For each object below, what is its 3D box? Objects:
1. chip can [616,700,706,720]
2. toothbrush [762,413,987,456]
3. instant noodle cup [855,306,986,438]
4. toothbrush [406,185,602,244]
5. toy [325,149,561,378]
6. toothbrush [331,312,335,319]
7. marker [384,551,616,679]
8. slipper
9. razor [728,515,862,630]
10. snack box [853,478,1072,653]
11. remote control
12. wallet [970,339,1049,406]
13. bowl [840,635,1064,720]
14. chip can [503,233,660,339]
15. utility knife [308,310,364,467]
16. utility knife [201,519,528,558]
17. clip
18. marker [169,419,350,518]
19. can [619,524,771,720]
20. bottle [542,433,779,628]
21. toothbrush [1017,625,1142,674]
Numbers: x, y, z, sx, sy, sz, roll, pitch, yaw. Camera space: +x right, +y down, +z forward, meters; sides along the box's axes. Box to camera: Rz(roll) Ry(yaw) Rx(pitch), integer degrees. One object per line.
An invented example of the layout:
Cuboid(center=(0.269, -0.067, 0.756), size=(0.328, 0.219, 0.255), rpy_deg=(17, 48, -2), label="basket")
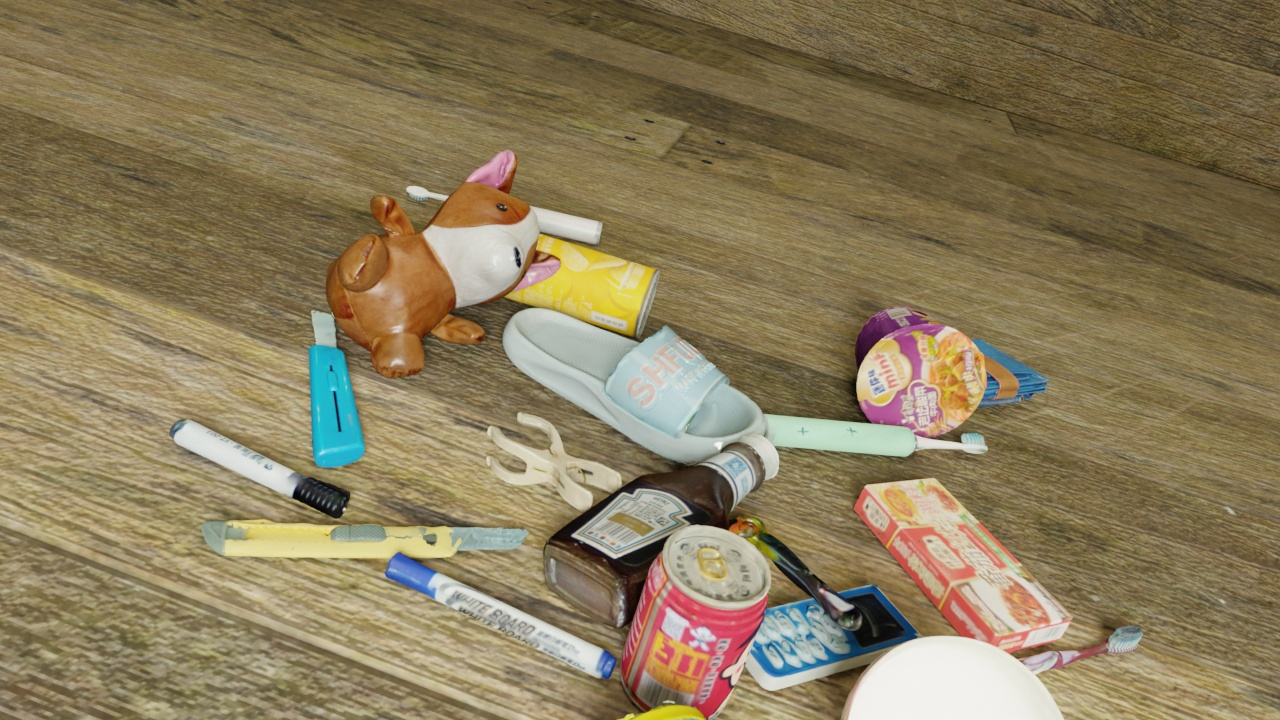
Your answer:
Cuboid(center=(0.048, 0.246, 0.364), size=(0.072, 0.073, 0.221), rpy_deg=(-4, 34, -29), label="chip can")
Cuboid(center=(0.201, 0.067, 0.787), size=(0.224, 0.027, 0.027), rpy_deg=(6, 60, -15), label="toothbrush")
Cuboid(center=(0.248, 0.004, 0.847), size=(0.111, 0.112, 0.099), rpy_deg=(14, 20, -2), label="instant noodle cup")
Cuboid(center=(-0.152, -0.166, 1.026), size=(0.221, 0.026, 0.026), rpy_deg=(12, 64, -5), label="toothbrush")
Cuboid(center=(-0.155, -0.081, 0.753), size=(0.131, 0.140, 0.199), rpy_deg=(13, 37, 42), label="toy")
Cuboid(center=(-0.190, -0.091, 0.809), size=(0.189, 0.029, 0.020), rpy_deg=(-38, 22, -21), label="toothbrush")
Cuboid(center=(-0.082, 0.148, 0.531), size=(0.146, 0.017, 0.016), rpy_deg=(22, 30, 12), label="marker")
Cuboid(center=(-0.004, 0.004, 0.754), size=(0.245, 0.074, 0.103), rpy_deg=(26, 30, 21), label="slipper")
Cuboid(center=(0.093, 0.133, 0.600), size=(0.042, 0.022, 0.143), rpy_deg=(-7, 22, -30), label="razor")
Cuboid(center=(0.230, 0.145, 0.668), size=(0.075, 0.026, 0.153), rpy_deg=(-1, 33, -27), label="snack box")
Cuboid(center=(0.115, 0.172, 0.571), size=(0.124, 0.024, 0.049), rpy_deg=(-4, 35, -28), label="remote control")
Cuboid(center=(0.335, 0.010, 0.939), size=(0.132, 0.040, 0.106), rpy_deg=(-5, 30, -29), label="wallet")
Cuboid(center=(0.157, 0.202, 0.481), size=(0.113, 0.113, 0.062), rpy_deg=(20, -13, 8), label="bowl")
Cuboid(center=(-0.092, -0.084, 0.866), size=(0.213, 0.072, 0.071), rpy_deg=(18, 30, 4), label="chip can")
Cuboid(center=(-0.235, 0.013, 0.692), size=(0.034, 0.018, 0.206), rpy_deg=(0, 31, -24), label="utility knife")
Cuboid(center=(-0.165, 0.111, 0.564), size=(0.194, 0.020, 0.031), rpy_deg=(8, 36, -21), label="utility knife")
Cuboid(center=(-0.071, 0.076, 0.630), size=(0.080, 0.035, 0.104), rpy_deg=(-12, 33, -36), label="clip")
Cuboid(center=(-0.245, 0.068, 0.592), size=(0.131, 0.018, 0.022), rpy_deg=(23, 22, 12), label="marker")
Cuboid(center=(0.030, 0.145, 0.506), size=(0.066, 0.094, 0.066), rpy_deg=(11, 30, -7), label="can")
Cuboid(center=(0.025, 0.102, 0.609), size=(0.080, 0.044, 0.194), rpy_deg=(20, 33, 35), label="bottle")
Cuboid(center=(0.269, 0.196, 0.606), size=(0.187, 0.017, 0.016), rpy_deg=(-1, 32, -27), label="toothbrush")
